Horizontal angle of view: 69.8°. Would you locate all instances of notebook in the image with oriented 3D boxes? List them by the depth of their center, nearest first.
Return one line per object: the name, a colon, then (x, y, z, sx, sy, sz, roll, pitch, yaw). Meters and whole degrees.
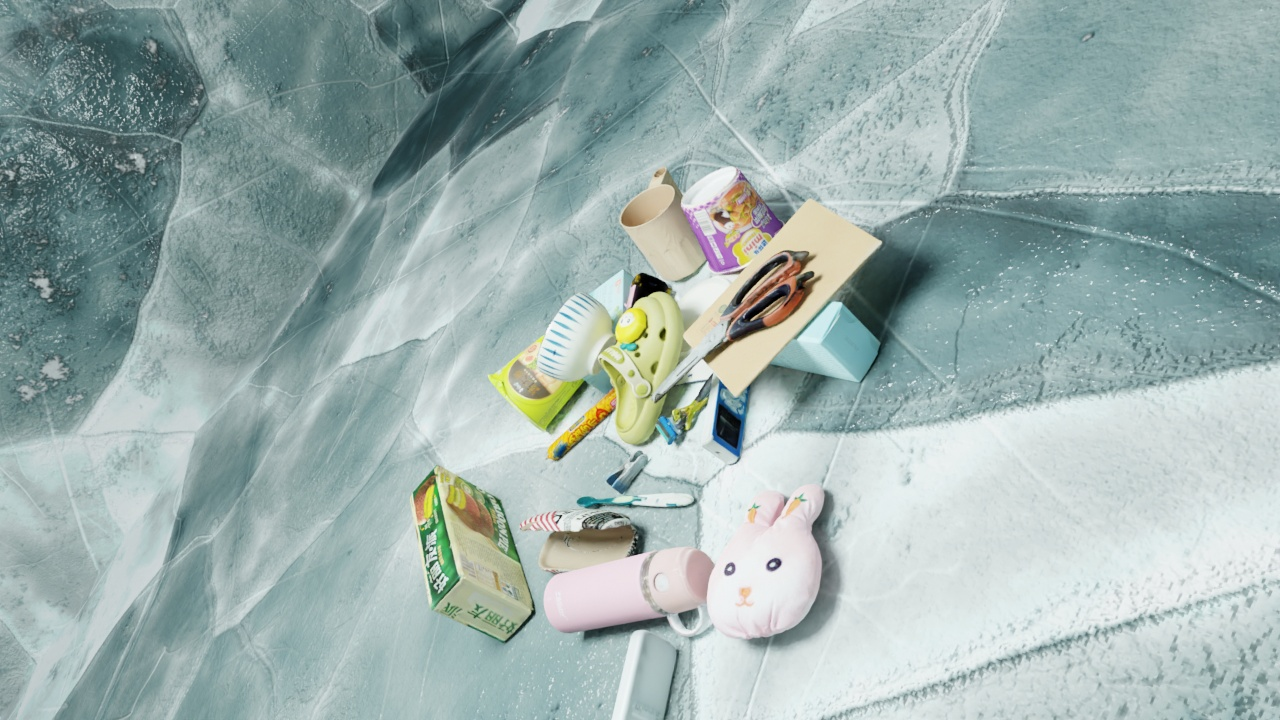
notebook: (0.141, -0.070, 0.960, 0.208, 0.008, 0.147, -47, 32, 7)

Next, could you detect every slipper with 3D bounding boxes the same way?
slipper: (-0.007, 0.007, 1.111, 0.092, 0.081, 0.190, 14, 91, 60)

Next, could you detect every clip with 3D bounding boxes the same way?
clip: (-0.013, 0.132, 1.091, 0.058, 0.026, 0.038, -48, 43, -7)

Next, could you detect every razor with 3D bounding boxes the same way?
razor: (0.073, 0.037, 1.068, 0.143, 0.022, 0.042, -51, 37, 10)

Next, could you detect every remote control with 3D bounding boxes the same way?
remote control: (-0.001, 0.324, 0.855, 0.020, 0.056, 0.135, -16, 47, 41)
remote control: (0.094, 0.050, 1.007, 0.024, 0.049, 0.124, -24, 41, 41)

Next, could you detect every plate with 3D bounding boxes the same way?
plate: (0.082, -0.049, 1.135, 0.164, 0.034, 0.164, -13, 49, 47)

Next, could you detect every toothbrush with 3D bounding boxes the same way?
toothbrush: (-0.008, 0.164, 1.061, 0.192, 0.018, 0.016, -10, 51, 45)

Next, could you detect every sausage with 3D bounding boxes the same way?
sausage: (-0.069, 0.080, 1.213, 0.165, 0.021, 0.021, -43, 33, 16)

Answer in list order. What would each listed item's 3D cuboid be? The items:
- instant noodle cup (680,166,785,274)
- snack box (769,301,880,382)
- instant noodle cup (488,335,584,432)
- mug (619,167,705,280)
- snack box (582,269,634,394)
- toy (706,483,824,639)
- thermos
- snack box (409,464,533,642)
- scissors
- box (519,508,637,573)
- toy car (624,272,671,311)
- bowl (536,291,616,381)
instant noodle cup: (0.109, -0.179, 1.144, 0.112, 0.099, 0.111, -29, 25, 14)
snack box: (0.162, -0.028, 0.972, 0.175, 0.074, 0.051, 14, 70, 56)
instant noodle cup: (-0.130, 0.018, 1.282, 0.123, 0.111, 0.111, -45, 32, -2)
mug: (0.038, -0.185, 1.247, 0.084, 0.103, 0.124, -12, 42, 32)
snack box: (-0.034, -0.040, 1.257, 0.074, 0.051, 0.174, -34, 37, 29)
toy: (0.119, 0.182, 0.849, 0.122, 0.054, 0.159, -20, 37, 41)
thermos: (-0.009, 0.246, 0.943, 0.199, 0.067, 0.087, -21, 75, 38)
snack box: (-0.218, 0.238, 1.162, 0.063, 0.114, 0.240, -49, 32, 8)
scissors: (0.093, -0.025, 0.952, 0.186, 0.015, 0.208, 2, 60, 52)
box: (-0.068, 0.213, 1.057, 0.163, 0.076, 0.087, -14, 87, 45)
toy car: (0.007, -0.071, 1.226, 0.122, 0.056, 0.037, -78, 12, -47)
bowl: (-0.072, -0.021, 1.157, 0.116, 0.066, 0.117, -56, -14, -22)
